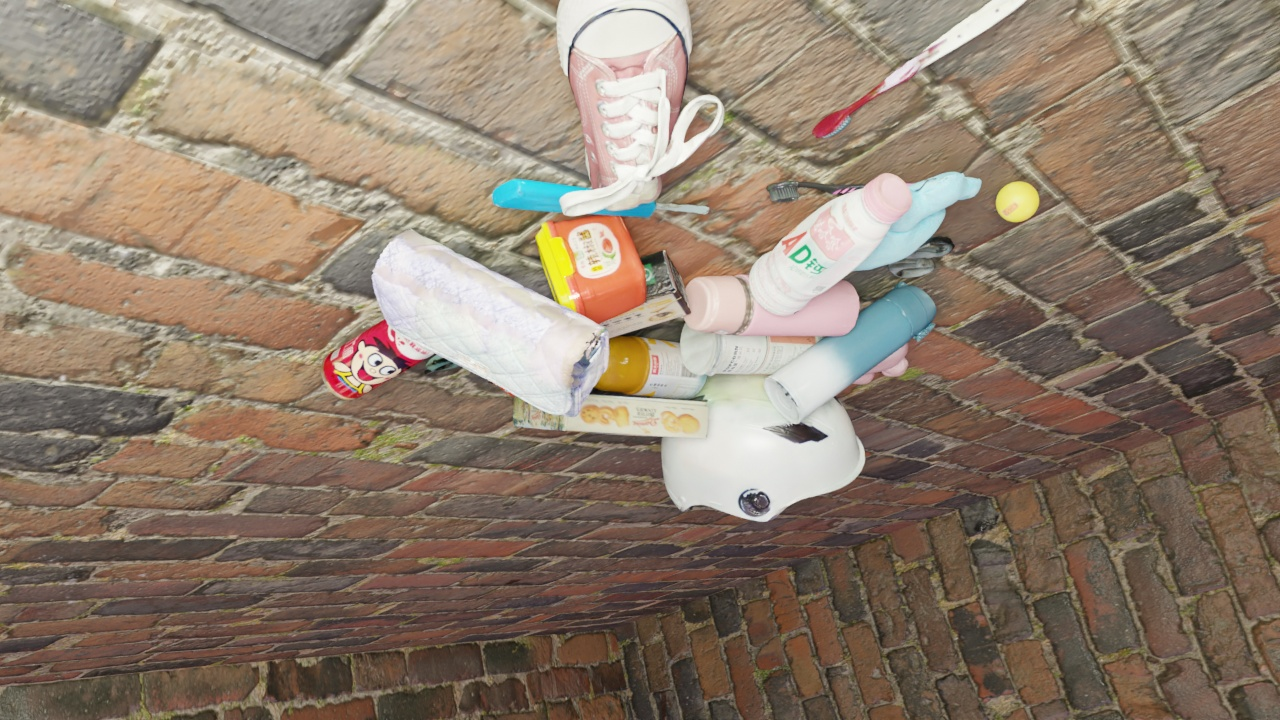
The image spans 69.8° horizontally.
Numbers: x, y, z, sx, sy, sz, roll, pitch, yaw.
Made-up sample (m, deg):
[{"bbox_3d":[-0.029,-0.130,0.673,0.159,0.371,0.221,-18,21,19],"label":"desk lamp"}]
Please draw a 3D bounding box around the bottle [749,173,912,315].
[{"bbox_3d":[0.178,-0.108,0.869,0.068,0.068,0.197,-2,160,-27],"label":"bottle"}]

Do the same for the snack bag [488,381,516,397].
[{"bbox_3d":[-0.123,0.019,1.074,0.104,0.026,0.048,-19,164,11],"label":"snack bag"}]

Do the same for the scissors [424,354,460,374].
[{"bbox_3d":[-0.155,-0.014,0.955,0.175,0.019,0.175,-21,179,-19],"label":"scissors"}]

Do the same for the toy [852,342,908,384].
[{"bbox_3d":[0.303,-0.002,1.236,0.121,0.054,0.159,-14,159,21],"label":"toy"}]

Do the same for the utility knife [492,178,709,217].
[{"bbox_3d":[-0.024,-0.133,0.777,0.204,0.018,0.034,0,166,-31],"label":"utility knife"}]

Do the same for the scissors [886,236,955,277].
[{"bbox_3d":[0.260,-0.106,1.017,0.171,0.014,0.150,-21,156,18],"label":"scissors"}]

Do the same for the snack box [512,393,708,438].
[{"bbox_3d":[-0.040,0.065,1.100,0.177,0.045,0.183,5,176,-25],"label":"snack box"}]

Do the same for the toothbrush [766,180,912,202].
[{"bbox_3d":[0.199,-0.158,0.854,0.189,0.017,0.014,-5,165,-23],"label":"toothbrush"}]

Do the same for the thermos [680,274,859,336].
[{"bbox_3d":[0.136,-0.057,0.999,0.198,0.067,0.087,-2,174,-29],"label":"thermos"}]

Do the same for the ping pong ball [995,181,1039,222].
[{"bbox_3d":[0.378,-0.159,0.922,0.040,0.040,0.040,-12,158,-5],"label":"ping pong ball"}]

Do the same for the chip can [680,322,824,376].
[{"bbox_3d":[0.154,-0.016,1.092,0.214,0.071,0.071,2,153,-34],"label":"chip can"}]

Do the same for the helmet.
[{"bbox_3d":[0.144,0.079,1.169,0.259,0.146,0.228,-3,-151,28],"label":"helmet"}]

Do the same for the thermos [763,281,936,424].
[{"bbox_3d":[0.248,-0.011,1.066,0.220,0.070,0.070,-33,161,-13],"label":"thermos"}]

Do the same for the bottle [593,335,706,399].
[{"bbox_3d":[-0.006,0.006,1.056,0.189,0.068,0.068,7,150,-41],"label":"bottle"}]

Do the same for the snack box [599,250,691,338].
[{"bbox_3d":[-0.016,-0.058,0.895,0.113,0.053,0.125,-17,166,8],"label":"snack box"}]

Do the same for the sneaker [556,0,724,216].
[{"bbox_3d":[-0.005,-0.162,0.629,0.118,0.087,0.241,-11,159,-6],"label":"sneaker"}]

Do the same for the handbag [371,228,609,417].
[{"bbox_3d":[-0.123,-0.024,0.777,0.194,0.075,0.134,25,157,9],"label":"handbag"}]

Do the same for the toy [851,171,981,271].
[{"bbox_3d":[0.254,-0.132,0.901,0.161,0.049,0.156,-23,161,13],"label":"toy"}]

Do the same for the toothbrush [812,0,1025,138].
[{"bbox_3d":[0.211,-0.224,0.704,0.188,0.016,0.017,-30,161,36],"label":"toothbrush"}]

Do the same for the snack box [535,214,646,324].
[{"bbox_3d":[-0.041,-0.079,0.808,0.080,0.091,0.082,-19,157,-7],"label":"snack box"}]

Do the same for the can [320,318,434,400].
[{"bbox_3d":[-0.249,-0.010,0.895,0.133,0.053,0.053,-26,155,28],"label":"can"}]
